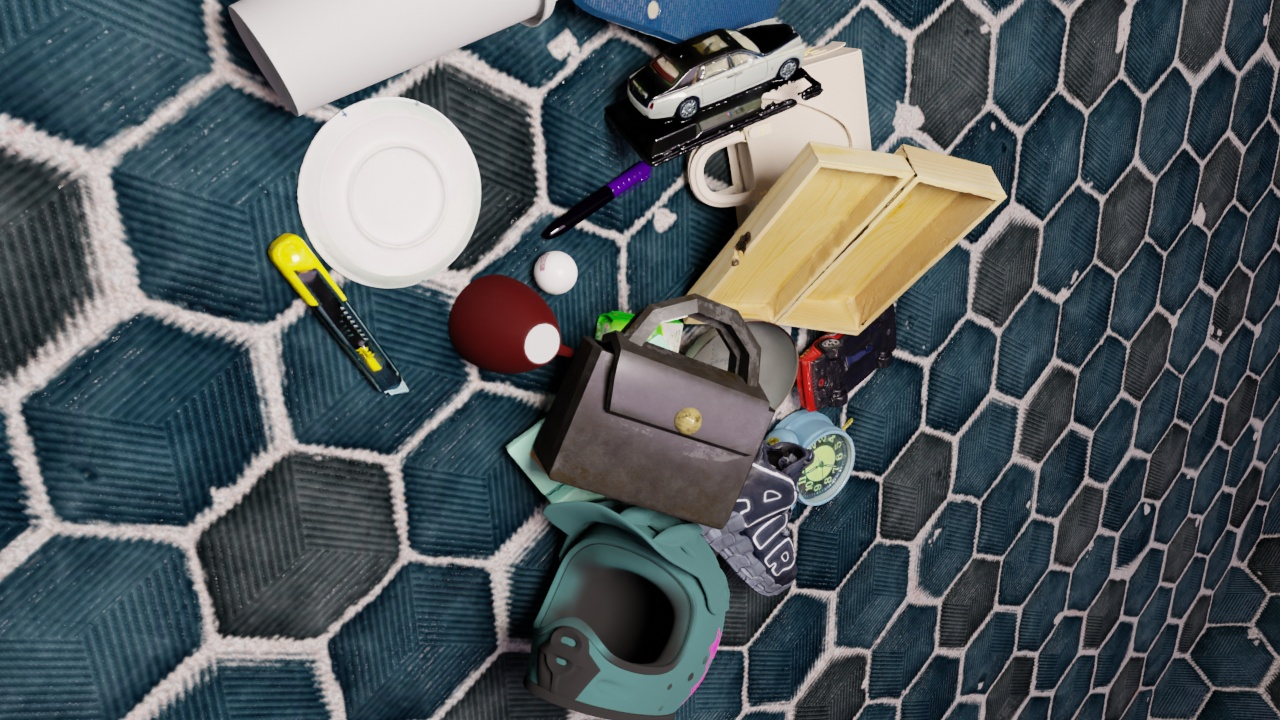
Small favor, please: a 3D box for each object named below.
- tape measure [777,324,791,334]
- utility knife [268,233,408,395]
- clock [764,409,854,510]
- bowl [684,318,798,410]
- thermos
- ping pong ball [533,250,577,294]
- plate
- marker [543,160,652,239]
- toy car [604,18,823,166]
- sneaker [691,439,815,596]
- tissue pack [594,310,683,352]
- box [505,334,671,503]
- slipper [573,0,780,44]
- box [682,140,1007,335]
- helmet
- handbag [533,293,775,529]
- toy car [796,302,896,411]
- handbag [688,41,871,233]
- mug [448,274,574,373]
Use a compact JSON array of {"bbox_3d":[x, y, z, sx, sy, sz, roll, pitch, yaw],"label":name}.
[{"bbox_3d":[0.148,-0.029,1.062,0.062,0.020,0.060,-17,115,-34],"label":"tape measure"},{"bbox_3d":[-0.242,-0.031,0.750,0.028,0.020,0.173,-43,128,-18],"label":"utility knife"},{"bbox_3d":[0.195,0.127,1.129,0.161,0.060,0.118,-17,117,-29],"label":"clock"},{"bbox_3d":[0.094,0.010,0.995,0.150,0.056,0.151,-14,129,-18],"label":"bowl"},{"bbox_3d":[-0.173,-0.267,0.663,0.221,0.131,0.131,-35,124,-16],"label":"thermos"},{"bbox_3d":[-0.078,-0.081,0.848,0.040,0.040,0.040,-14,113,-35],"label":"ping pong ball"},{"bbox_3d":[-0.199,-0.134,0.750,0.156,0.014,0.157,-14,114,-35],"label":"plate"},{"bbox_3d":[-0.039,-0.151,0.872,0.133,0.015,0.018,-39,100,-22],"label":"marker"},{"bbox_3d":[0.068,-0.259,0.836,0.191,0.094,0.071,-25,147,-15],"label":"toy car"},{"bbox_3d":[0.143,0.160,1.037,0.151,0.097,0.252,-37,132,5],"label":"sneaker"},{"bbox_3d":[-0.006,0.006,0.943,0.099,0.034,0.114,1,102,-38],"label":"tissue pack"},{"bbox_3d":[-0.024,0.074,0.910,0.187,0.052,0.139,-38,138,-4],"label":"box"},{"bbox_3d":[0.029,-0.345,0.833,0.294,0.060,0.118,-13,116,-46],"label":"slipper"},{"bbox_3d":[0.202,-0.116,0.948,0.252,0.068,0.248,-3,148,-33],"label":"box"},{"bbox_3d":[-0.013,0.232,0.898,0.274,0.177,0.200,42,64,-63],"label":"helmet"},{"bbox_3d":[0.033,0.039,0.843,0.197,0.102,0.199,19,98,-21],"label":"handbag"},{"bbox_3d":[0.258,-0.010,1.135,0.188,0.056,0.082,-31,124,-35],"label":"toy car"},{"bbox_3d":[0.138,-0.212,0.954,0.197,0.101,0.195,-23,119,-18],"label":"handbag"},{"bbox_3d":[-0.101,-0.022,0.819,0.114,0.088,0.087,22,91,-41],"label":"mug"}]
